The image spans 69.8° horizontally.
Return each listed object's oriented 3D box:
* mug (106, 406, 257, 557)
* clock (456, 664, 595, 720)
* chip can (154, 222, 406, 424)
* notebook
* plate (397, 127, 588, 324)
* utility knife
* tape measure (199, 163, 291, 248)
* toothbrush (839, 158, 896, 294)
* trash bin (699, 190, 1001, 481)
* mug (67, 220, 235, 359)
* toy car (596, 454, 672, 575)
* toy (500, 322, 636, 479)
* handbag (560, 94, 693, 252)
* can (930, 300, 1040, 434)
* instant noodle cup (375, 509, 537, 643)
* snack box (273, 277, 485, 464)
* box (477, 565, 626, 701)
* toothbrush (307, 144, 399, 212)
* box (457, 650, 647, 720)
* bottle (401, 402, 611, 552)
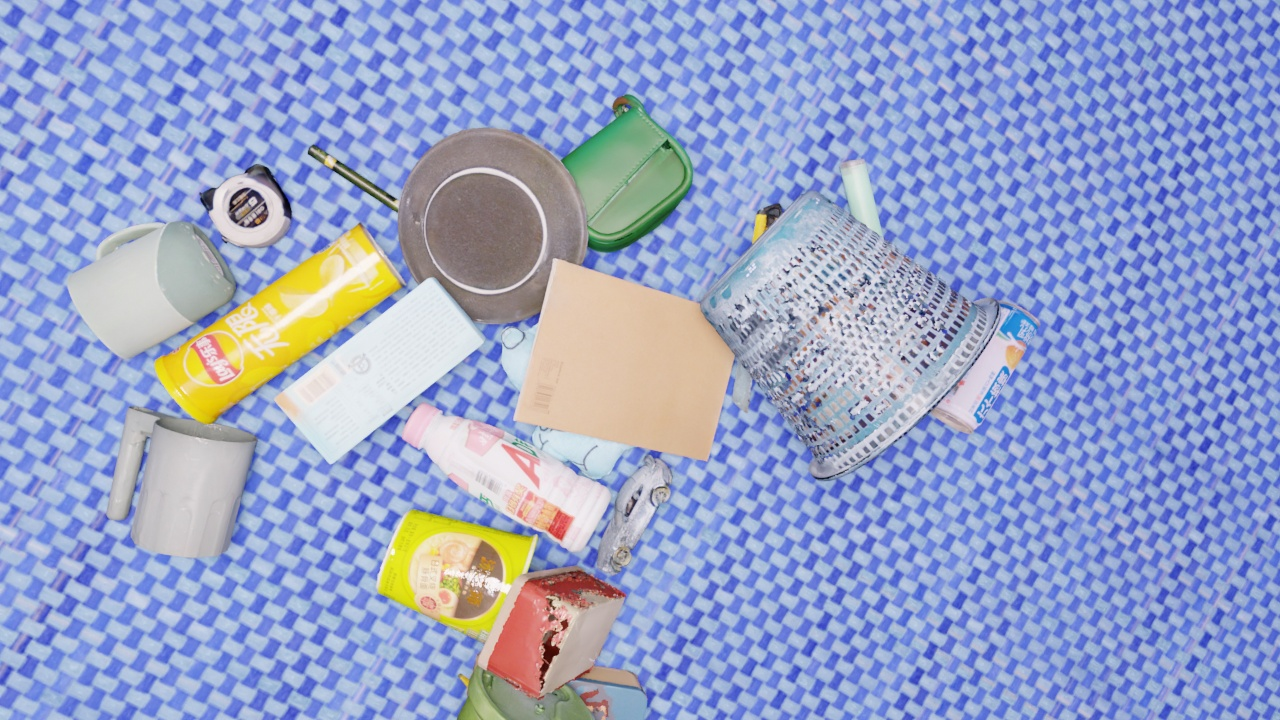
[{"bbox_3d":[-0.406,0.105,0.801,0.124,0.083,0.103,14,91,15],"label":"mug"},{"bbox_3d":[-0.088,0.321,0.790,0.161,0.116,0.056,29,97,-7],"label":"clock"},{"bbox_3d":[-0.313,-0.033,0.809,0.213,0.072,0.072,-36,99,-8],"label":"chip can"},{"bbox_3d":[-0.005,0.005,0.863,0.211,0.012,0.149,15,90,-28],"label":"notebook"},{"bbox_3d":[-0.138,-0.118,0.828,0.179,0.024,0.179,2,106,8],"label":"plate"},{"bbox_3d":[0.118,-0.053,0.922,0.033,0.015,0.215,8,91,-9],"label":"utility knife"},{"bbox_3d":[-0.347,-0.133,0.818,0.065,0.033,0.066,-28,95,-7],"label":"tape measure"},{"bbox_3d":[0.242,-0.095,0.940,0.027,0.026,0.224,-16,96,-6],"label":"toothbrush"},{"bbox_3d":[0.171,-0.038,0.833,0.195,0.227,0.226,44,84,0],"label":"trash bin"},{"bbox_3d":[-0.419,-0.074,0.788,0.106,0.082,0.111,-32,67,-8],"label":"mug"},{"bbox_3d":[-0.009,0.149,0.887,0.037,0.054,0.120,29,88,-14],"label":"toy car"},{"bbox_3d":[-0.065,0.027,0.873,0.161,0.050,0.156,19,95,-11],"label":"toy"},{"bbox_3d":[-0.022,-0.174,0.868,0.131,0.068,0.120,-37,91,-6],"label":"handbag"},{"bbox_3d":[0.356,0.007,0.953,0.053,0.053,0.134,33,86,-11],"label":"can"},{"bbox_3d":[-0.169,0.193,0.836,0.123,0.112,0.111,20,88,-4],"label":"instant noodle cup"},{"bbox_3d":[-0.227,0.007,0.808,0.174,0.051,0.074,-39,100,-7],"label":"snack box"},{"bbox_3d":[-0.065,0.238,0.814,0.077,0.168,0.091,24,87,16],"label":"box"},{"bbox_3d":[-0.224,-0.146,0.853,0.186,0.012,0.017,33,80,-11],"label":"toothbrush"},{"bbox_3d":[-0.089,0.333,0.876,0.184,0.061,0.090,11,90,-13],"label":"box"},{"bbox_3d":[-0.126,0.103,0.850,0.197,0.068,0.068,29,86,1],"label":"bottle"}]
